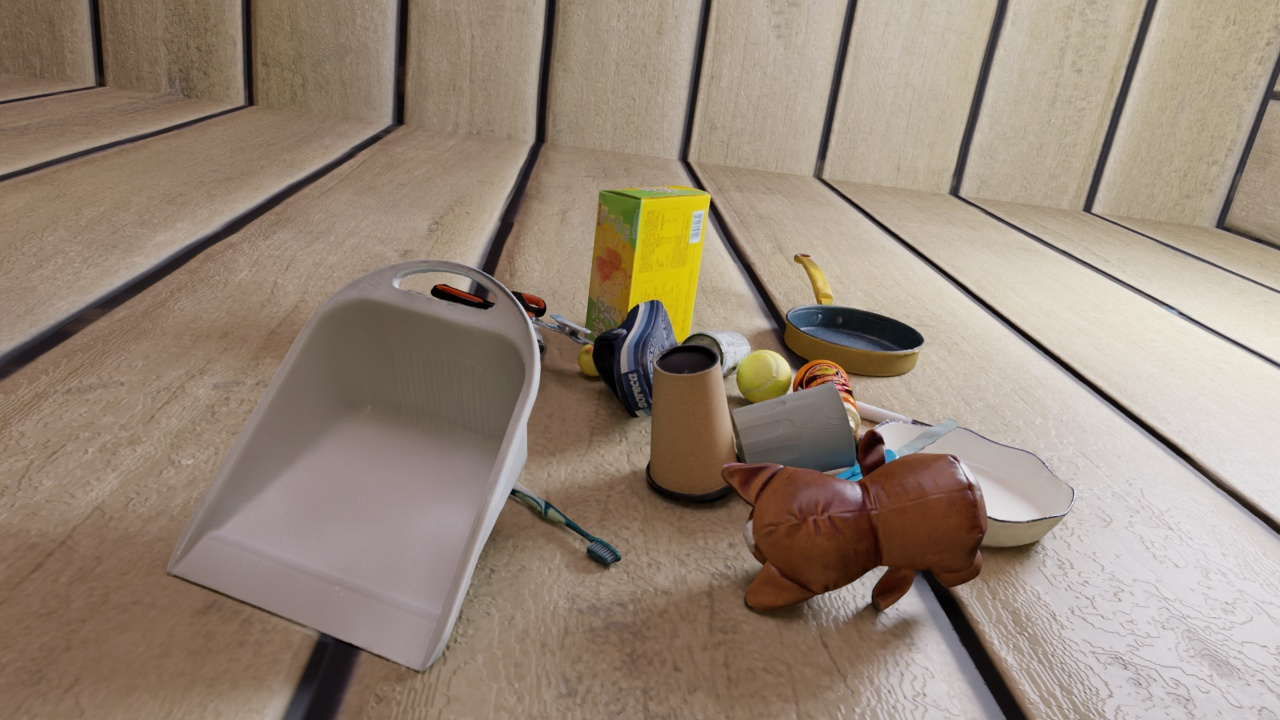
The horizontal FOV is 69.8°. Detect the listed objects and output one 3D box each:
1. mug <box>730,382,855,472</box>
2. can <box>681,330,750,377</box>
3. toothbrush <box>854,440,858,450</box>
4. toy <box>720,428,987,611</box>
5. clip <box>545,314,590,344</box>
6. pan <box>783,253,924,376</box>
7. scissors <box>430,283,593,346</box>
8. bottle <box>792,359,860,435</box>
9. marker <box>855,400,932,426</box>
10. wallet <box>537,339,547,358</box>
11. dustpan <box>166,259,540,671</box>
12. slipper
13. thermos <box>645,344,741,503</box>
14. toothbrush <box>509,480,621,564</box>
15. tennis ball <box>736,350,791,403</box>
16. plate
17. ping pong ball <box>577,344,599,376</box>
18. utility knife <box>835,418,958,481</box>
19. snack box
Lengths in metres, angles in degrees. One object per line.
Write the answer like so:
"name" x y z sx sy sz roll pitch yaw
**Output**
"mug" 0.147 0.076 0.907 0.103 0.083 0.124 -14 -6 0
"can" 0.090 -0.007 1.102 0.058 0.058 0.146 15 7 17
"toothbrush" 0.296 0.100 1.013 0.185 0.012 0.017 4 32 -10
"toy" 0.170 0.131 0.739 0.199 0.131 0.140 -8 62 -11
"clip" -0.082 -0.037 1.061 0.058 0.036 0.025 31 14 34
"pan" 0.292 -0.078 1.382 0.197 0.078 0.357 4 21 -12
"scissors" -0.154 -0.055 1.124 0.232 0.022 0.220 16 13 -2
"bottle" 0.214 0.050 1.031 0.067 0.067 0.149 6 20 -4
"marker" 0.287 0.067 1.086 0.131 0.018 0.022 17 32 22
"wallet" -0.184 -0.040 1.168 0.106 0.037 0.129 11 18 -23
"dustpan" -0.191 0.049 0.674 0.223 0.143 0.256 14 40 16
"slipper" -0.006 0.006 1.040 0.095 0.105 0.252 -13 15 8
"thermos" 0.047 0.061 0.854 0.093 0.143 0.093 -4 27 2
"toothbrush" -0.087 0.128 0.792 0.192 0.016 0.018 26 37 38
"tennis ball" 0.146 0.020 1.088 0.065 0.065 0.065 7 21 -3
"plate" 0.318 0.122 0.915 0.205 0.046 0.204 7 20 -3
"ping pong ball" -0.055 -0.001 1.104 0.040 0.040 0.040 7 21 -3
"utility knife" 0.215 0.103 0.858 0.222 0.018 0.034 -25 24 -21
"snack box" 0.008 -0.119 1.200 0.070 0.210 0.157 21 23 33
